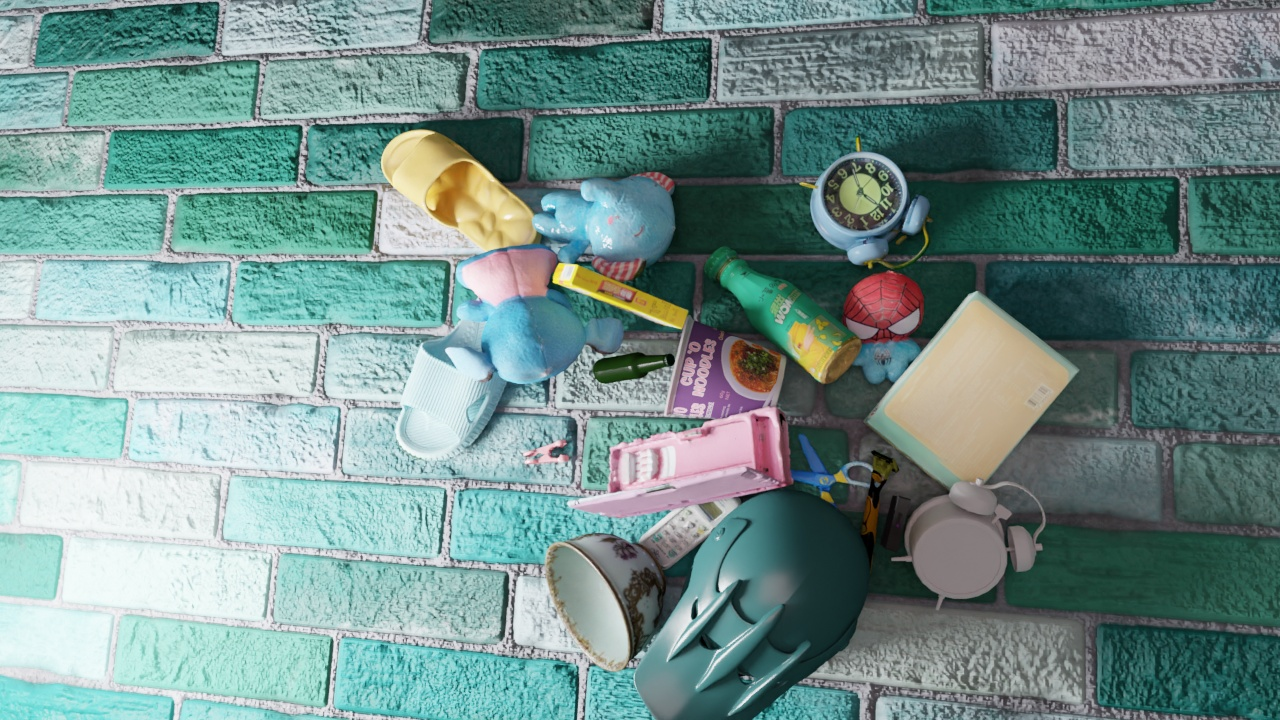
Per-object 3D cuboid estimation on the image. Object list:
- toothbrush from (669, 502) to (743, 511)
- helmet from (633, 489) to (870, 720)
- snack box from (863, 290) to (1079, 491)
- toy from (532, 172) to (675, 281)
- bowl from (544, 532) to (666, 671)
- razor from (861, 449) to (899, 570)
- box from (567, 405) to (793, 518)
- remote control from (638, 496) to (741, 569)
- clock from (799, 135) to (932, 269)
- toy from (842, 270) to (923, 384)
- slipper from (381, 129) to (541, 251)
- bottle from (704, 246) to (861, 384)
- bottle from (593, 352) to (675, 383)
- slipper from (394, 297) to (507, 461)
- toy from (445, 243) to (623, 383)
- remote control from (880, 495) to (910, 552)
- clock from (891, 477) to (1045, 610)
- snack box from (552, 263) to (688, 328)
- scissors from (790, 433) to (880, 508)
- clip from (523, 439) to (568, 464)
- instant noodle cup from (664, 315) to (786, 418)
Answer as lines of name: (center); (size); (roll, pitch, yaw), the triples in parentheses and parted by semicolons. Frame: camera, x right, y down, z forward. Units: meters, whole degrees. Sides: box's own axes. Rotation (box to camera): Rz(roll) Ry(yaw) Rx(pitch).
toothbrush: (0.071, 0.176, 1.100); (0.188, 0.018, 0.019); (2, 93, 13)
helmet: (0.122, 0.263, 0.972); (0.176, 0.200, 0.275); (41, 94, 5)
snack box: (0.369, 0.040, 1.030); (0.141, 0.044, 0.193); (39, 93, 6)
toy: (-0.044, -0.182, 1.130); (0.181, 0.115, 0.183); (14, 61, 11)
bowl: (-0.028, 0.264, 1.060); (0.093, 0.160, 0.160); (-23, 74, -33)
razor: (0.264, 0.177, 1.042); (0.021, 0.044, 0.144); (5, 97, -17)
box: (0.040, 0.111, 1.022); (0.233, 0.115, 0.106); (-15, 60, 31)
remote control: (0.058, 0.192, 1.084); (0.133, 0.022, 0.050); (-43, 90, 18)
clock: (0.273, -0.178, 1.087); (0.118, 0.060, 0.162); (-42, 79, 2)
toy: (0.282, -0.038, 1.065); (0.092, 0.062, 0.133); (-3, 93, 20)
slipper: (-0.241, -0.225, 1.200); (0.263, 0.078, 0.099); (38, 89, 15)
bottle: (0.161, -0.061, 1.081); (0.068, 0.068, 0.209); (-48, 63, 2)
bottle: (-0.007, 0.006, 1.104); (0.123, 0.033, 0.033); (-10, 77, 46)
slipper: (-0.221, 0.008, 1.167); (0.116, 0.069, 0.276); (32, 89, 12)
toy: (-0.132, -0.060, 1.117); (0.223, 0.099, 0.191); (-11, 65, -16)
remote control: (0.276, 0.176, 0.995); (0.013, 0.133, 0.058); (15, 86, 14)
clock: (0.359, 0.191, 0.994); (0.159, 0.061, 0.120); (-41, 94, 19)
snack box: (-0.024, -0.077, 1.092); (0.152, 0.075, 0.025); (21, 89, -22)
scissors: (0.222, 0.139, 1.074); (0.123, 0.016, 0.125); (-27, 78, 4)
clip: (-0.115, 0.122, 1.151); (0.060, 0.023, 0.045); (-35, 75, 0)
instant noodle cup: (0.102, 0.015, 1.068); (0.122, 0.137, 0.121); (14, 53, 5)
